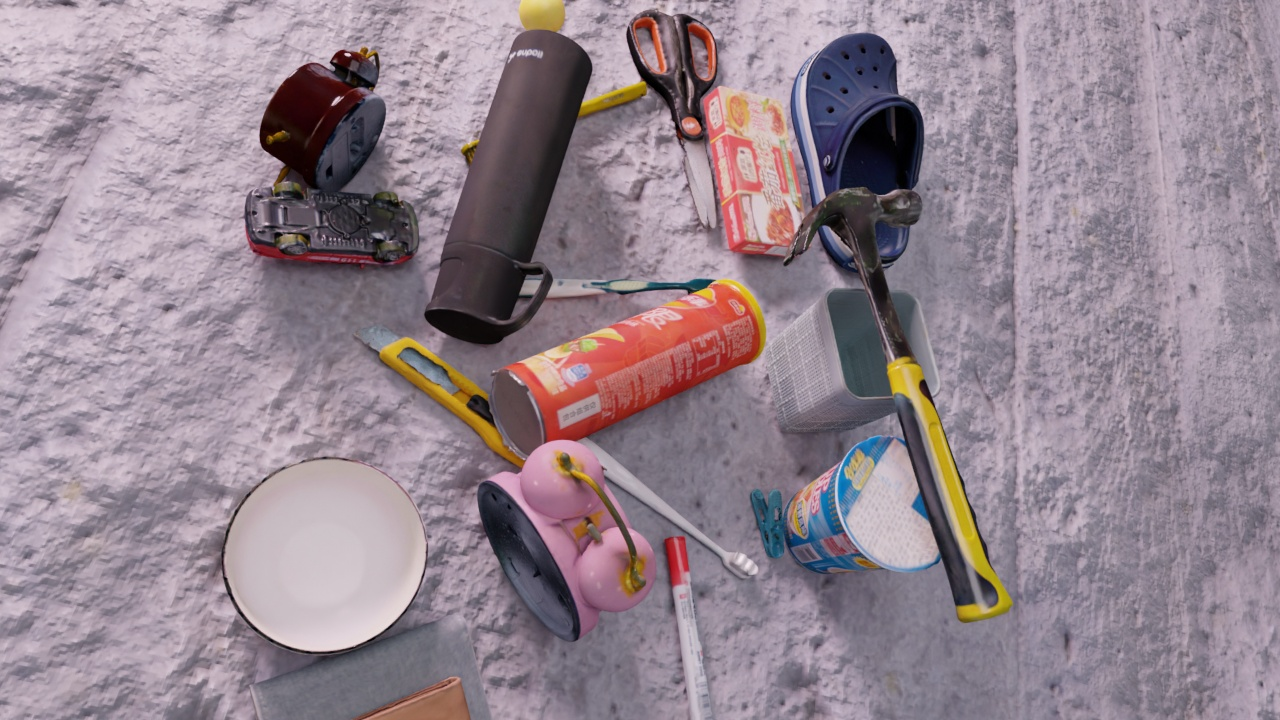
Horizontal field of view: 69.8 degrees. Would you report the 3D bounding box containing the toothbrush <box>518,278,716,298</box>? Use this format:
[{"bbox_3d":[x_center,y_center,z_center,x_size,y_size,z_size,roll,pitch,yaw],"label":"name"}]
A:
[{"bbox_3d":[-0.021,-0.058,0.742,0.191,0.018,0.016,-3,71,-21],"label":"toothbrush"}]

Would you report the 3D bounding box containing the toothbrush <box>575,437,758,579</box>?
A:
[{"bbox_3d":[0.016,0.108,0.689,0.180,0.016,0.016,38,58,-5],"label":"toothbrush"}]

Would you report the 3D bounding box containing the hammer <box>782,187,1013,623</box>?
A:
[{"bbox_3d":[0.191,0.023,0.658,0.126,0.032,0.323,-7,74,-25],"label":"hammer"}]

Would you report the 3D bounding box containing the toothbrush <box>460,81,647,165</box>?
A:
[{"bbox_3d":[-0.068,-0.203,0.779,0.189,0.016,0.016,-29,87,-29],"label":"toothbrush"}]

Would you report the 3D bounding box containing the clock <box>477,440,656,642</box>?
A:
[{"bbox_3d":[-0.045,0.111,0.582,0.059,0.159,0.117,-28,83,-27],"label":"clock"}]

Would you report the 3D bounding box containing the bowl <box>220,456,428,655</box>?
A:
[{"bbox_3d":[-0.195,0.123,0.567,0.116,0.066,0.116,8,68,-20],"label":"bowl"}]

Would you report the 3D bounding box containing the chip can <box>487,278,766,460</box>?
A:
[{"bbox_3d":[-0.004,0.004,0.681,0.216,0.073,0.073,-24,80,-34],"label":"chip can"}]

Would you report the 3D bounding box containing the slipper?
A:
[{"bbox_3d":[0.207,-0.206,0.852,0.105,0.095,0.252,9,70,-22],"label":"slipper"}]

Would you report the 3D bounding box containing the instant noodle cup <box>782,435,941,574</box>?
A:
[{"bbox_3d":[0.162,0.119,0.692,0.099,0.110,0.099,8,67,-19],"label":"instant noodle cup"}]

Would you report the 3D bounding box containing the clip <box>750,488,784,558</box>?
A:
[{"bbox_3d":[0.101,0.127,0.715,0.013,0.034,0.055,-6,88,-24],"label":"clip"}]

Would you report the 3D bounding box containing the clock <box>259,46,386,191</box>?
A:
[{"bbox_3d":[-0.223,-0.177,0.667,0.055,0.082,0.121,32,63,-1],"label":"clock"}]

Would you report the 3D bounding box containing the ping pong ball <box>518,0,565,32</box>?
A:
[{"bbox_3d":[-0.085,-0.302,0.797,0.040,0.040,0.040,8,67,-20],"label":"ping pong ball"}]

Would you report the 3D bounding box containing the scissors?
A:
[{"bbox_3d":[0.057,-0.222,0.835,0.139,0.022,0.235,-23,80,-29],"label":"scissors"}]

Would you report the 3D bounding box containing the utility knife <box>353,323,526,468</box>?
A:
[{"bbox_3d":[-0.130,0.027,0.661,0.176,0.015,0.033,36,57,-6],"label":"utility knife"}]

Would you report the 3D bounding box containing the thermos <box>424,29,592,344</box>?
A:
[{"bbox_3d":[-0.088,-0.131,0.695,0.090,0.068,0.242,6,70,19],"label":"thermos"}]

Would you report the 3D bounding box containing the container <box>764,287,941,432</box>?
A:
[{"bbox_3d":[0.163,0.006,0.737,0.090,0.112,0.089,0,69,-23],"label":"container"}]

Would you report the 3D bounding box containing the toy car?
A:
[{"bbox_3d":[-0.219,-0.094,0.656,0.120,0.045,0.053,0,72,-29],"label":"toy car"}]

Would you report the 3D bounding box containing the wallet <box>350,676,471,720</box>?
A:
[{"bbox_3d":[-0.144,0.252,0.527,0.115,0.020,0.101,-15,86,-26],"label":"wallet"}]

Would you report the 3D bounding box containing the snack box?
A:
[{"bbox_3d":[0.104,-0.168,0.822,0.075,0.026,0.152,2,71,-32],"label":"snack box"}]

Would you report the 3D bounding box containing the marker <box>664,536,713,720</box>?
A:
[{"bbox_3d":[0.035,0.200,0.661,0.017,0.017,0.145,0,70,-23],"label":"marker"}]

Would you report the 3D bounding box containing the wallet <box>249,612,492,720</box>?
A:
[{"bbox_3d":[-0.158,0.226,0.558,0.129,0.037,0.106,-14,85,-28],"label":"wallet"}]
